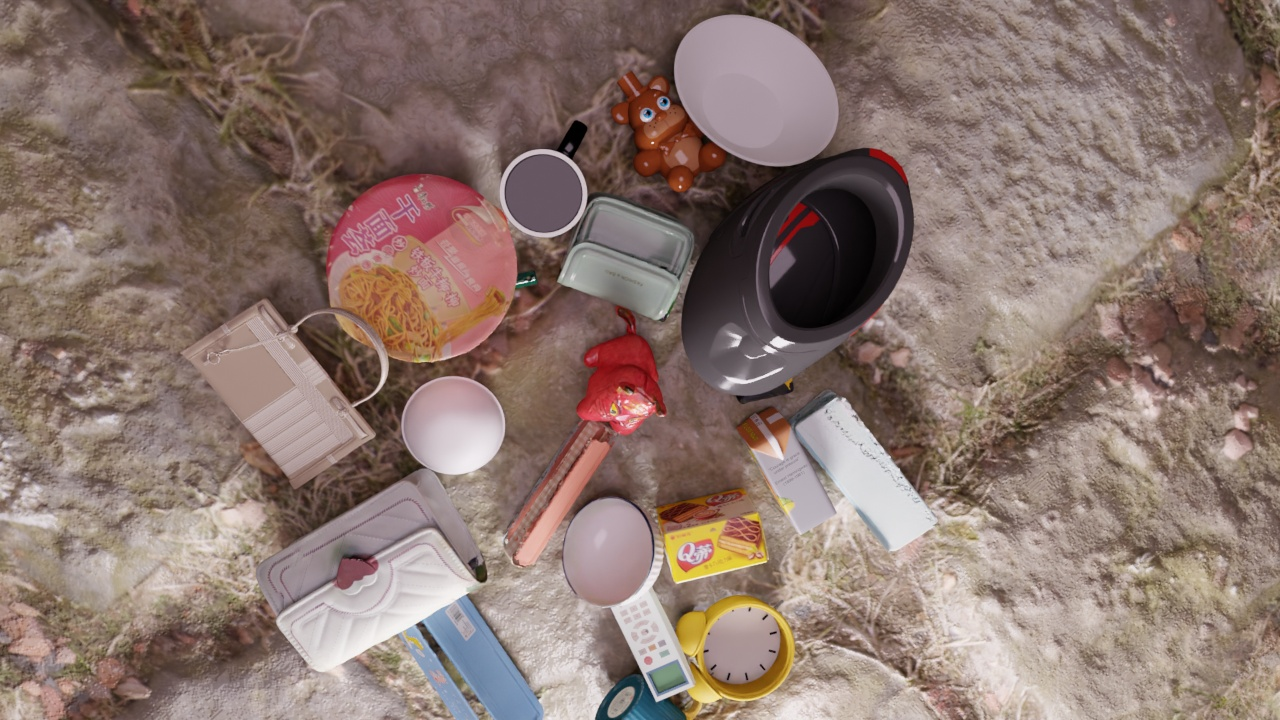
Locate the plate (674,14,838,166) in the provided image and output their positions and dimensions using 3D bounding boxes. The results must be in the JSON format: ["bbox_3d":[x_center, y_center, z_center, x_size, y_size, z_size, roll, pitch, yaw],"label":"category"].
[{"bbox_3d":[0.110,-0.260,0.911,0.174,0.036,0.173,6,68,-16],"label":"plate"}]

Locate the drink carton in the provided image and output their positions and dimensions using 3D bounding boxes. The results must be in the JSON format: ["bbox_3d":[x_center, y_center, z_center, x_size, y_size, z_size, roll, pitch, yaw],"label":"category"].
[{"bbox_3d":[0.160,0.120,1.009,0.048,0.076,0.125,-30,108,0],"label":"drink carton"}]

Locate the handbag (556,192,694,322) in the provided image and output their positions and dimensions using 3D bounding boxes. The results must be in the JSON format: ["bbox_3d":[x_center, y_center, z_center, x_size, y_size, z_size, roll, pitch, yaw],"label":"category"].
[{"bbox_3d":[-0.012,-0.108,0.940,0.122,0.067,0.106,19,101,-11],"label":"handbag"}]

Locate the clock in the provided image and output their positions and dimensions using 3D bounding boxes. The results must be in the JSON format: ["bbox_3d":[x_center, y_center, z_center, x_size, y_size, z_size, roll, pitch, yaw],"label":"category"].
[{"bbox_3d":[0.103,0.332,1.056,0.152,0.052,0.113,-12,93,-8],"label":"clock"}]

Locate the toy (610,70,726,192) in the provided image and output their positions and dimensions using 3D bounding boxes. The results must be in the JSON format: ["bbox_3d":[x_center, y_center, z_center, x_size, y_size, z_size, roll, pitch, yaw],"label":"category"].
[{"bbox_3d":[0.024,-0.234,0.919,0.095,0.065,0.127,-38,99,-7],"label":"toy"}]

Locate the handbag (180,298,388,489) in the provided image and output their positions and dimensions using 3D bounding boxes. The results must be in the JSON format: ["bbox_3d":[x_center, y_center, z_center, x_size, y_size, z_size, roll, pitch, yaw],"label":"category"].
[{"bbox_3d":[-0.319,0.013,0.891,0.198,0.062,0.175,-26,106,31],"label":"handbag"}]

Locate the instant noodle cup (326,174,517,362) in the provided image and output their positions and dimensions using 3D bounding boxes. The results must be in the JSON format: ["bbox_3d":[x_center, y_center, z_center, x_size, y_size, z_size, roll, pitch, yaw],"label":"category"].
[{"bbox_3d":[-0.210,-0.088,0.905,0.178,0.078,0.178,0,92,-5],"label":"instant noodle cup"}]

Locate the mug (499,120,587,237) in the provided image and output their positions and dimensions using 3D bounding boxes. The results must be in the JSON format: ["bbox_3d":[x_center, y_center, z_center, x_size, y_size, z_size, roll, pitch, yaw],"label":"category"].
[{"bbox_3d":[-0.087,-0.181,0.898,0.082,0.098,0.118,29,98,-12],"label":"mug"}]

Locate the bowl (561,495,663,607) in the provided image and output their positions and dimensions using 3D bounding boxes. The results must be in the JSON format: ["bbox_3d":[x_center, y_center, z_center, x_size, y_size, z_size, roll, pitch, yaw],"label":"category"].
[{"bbox_3d":[-0.021,0.211,1.001,0.118,0.118,0.062,-54,145,6],"label":"bowl"}]

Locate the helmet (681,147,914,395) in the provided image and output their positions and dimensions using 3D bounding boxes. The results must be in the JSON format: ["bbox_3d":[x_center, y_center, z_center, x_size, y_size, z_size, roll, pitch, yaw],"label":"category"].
[{"bbox_3d":[0.143,-0.086,0.909,0.164,0.170,0.264,34,89,-14],"label":"helmet"}]

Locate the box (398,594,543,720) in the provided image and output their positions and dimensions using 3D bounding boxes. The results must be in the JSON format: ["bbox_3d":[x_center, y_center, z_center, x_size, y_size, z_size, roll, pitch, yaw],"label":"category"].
[{"bbox_3d":[-0.193,0.349,1.041,0.073,0.078,0.209,-41,108,-42],"label":"box"}]

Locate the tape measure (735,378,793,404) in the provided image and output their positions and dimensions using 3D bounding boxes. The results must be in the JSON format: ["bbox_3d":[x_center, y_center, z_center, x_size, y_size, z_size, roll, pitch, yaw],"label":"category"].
[{"bbox_3d":[0.131,0.009,0.997,0.065,0.037,0.064,-13,104,-6],"label":"tape measure"}]

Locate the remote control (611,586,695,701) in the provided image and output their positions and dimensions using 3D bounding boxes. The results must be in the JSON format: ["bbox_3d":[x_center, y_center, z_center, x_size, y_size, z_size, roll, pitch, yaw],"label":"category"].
[{"bbox_3d":[0.010,0.305,1.033,0.050,0.024,0.143,-28,83,16],"label":"remote control"}]

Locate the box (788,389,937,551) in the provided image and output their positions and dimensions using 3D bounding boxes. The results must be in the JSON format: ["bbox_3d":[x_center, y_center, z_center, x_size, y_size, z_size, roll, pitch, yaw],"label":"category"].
[{"bbox_3d":[0.249,0.126,1.038,0.083,0.066,0.199,-33,106,26],"label":"box"}]

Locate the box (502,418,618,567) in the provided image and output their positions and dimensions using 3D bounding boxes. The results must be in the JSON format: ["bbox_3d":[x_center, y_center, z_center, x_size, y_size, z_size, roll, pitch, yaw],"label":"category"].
[{"bbox_3d":[-0.089,0.139,1.009,0.058,0.062,0.188,32,95,-38],"label":"box"}]

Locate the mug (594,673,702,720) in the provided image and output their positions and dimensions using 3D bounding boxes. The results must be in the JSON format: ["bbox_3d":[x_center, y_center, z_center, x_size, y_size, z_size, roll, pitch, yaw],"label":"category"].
[{"bbox_3d":[0.019,0.415,1.061,0.107,0.083,0.113,46,66,-10],"label":"mug"}]

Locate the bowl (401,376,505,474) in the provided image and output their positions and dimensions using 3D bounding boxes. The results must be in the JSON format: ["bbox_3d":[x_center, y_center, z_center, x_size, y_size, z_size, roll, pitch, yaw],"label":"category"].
[{"bbox_3d":[-0.199,0.075,0.972,0.110,0.040,0.110,-1,103,-6],"label":"bowl"}]

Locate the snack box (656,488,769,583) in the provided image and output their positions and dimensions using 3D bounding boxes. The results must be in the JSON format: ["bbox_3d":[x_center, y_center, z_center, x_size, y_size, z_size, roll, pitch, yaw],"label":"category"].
[{"bbox_3d":[0.078,0.191,1.008,0.105,0.083,0.061,-12,102,-3],"label":"snack box"}]

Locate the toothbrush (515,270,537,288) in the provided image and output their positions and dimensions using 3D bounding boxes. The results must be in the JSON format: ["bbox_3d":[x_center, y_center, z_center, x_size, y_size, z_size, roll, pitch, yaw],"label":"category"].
[{"bbox_3d":[-0.201,-0.067,0.953,0.190,0.017,0.016,-13,100,-3],"label":"toothbrush"}]

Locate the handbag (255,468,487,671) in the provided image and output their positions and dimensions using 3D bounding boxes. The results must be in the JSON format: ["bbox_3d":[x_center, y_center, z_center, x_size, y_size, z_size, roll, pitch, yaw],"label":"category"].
[{"bbox_3d":[-0.278,0.220,0.955,0.198,0.096,0.142,-31,90,3],"label":"handbag"}]

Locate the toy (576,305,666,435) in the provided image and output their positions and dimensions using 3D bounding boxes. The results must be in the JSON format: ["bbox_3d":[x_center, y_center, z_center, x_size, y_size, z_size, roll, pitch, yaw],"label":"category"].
[{"bbox_3d":[-0.006,0.006,0.951,0.088,0.094,0.132,13,72,-24],"label":"toy"}]
